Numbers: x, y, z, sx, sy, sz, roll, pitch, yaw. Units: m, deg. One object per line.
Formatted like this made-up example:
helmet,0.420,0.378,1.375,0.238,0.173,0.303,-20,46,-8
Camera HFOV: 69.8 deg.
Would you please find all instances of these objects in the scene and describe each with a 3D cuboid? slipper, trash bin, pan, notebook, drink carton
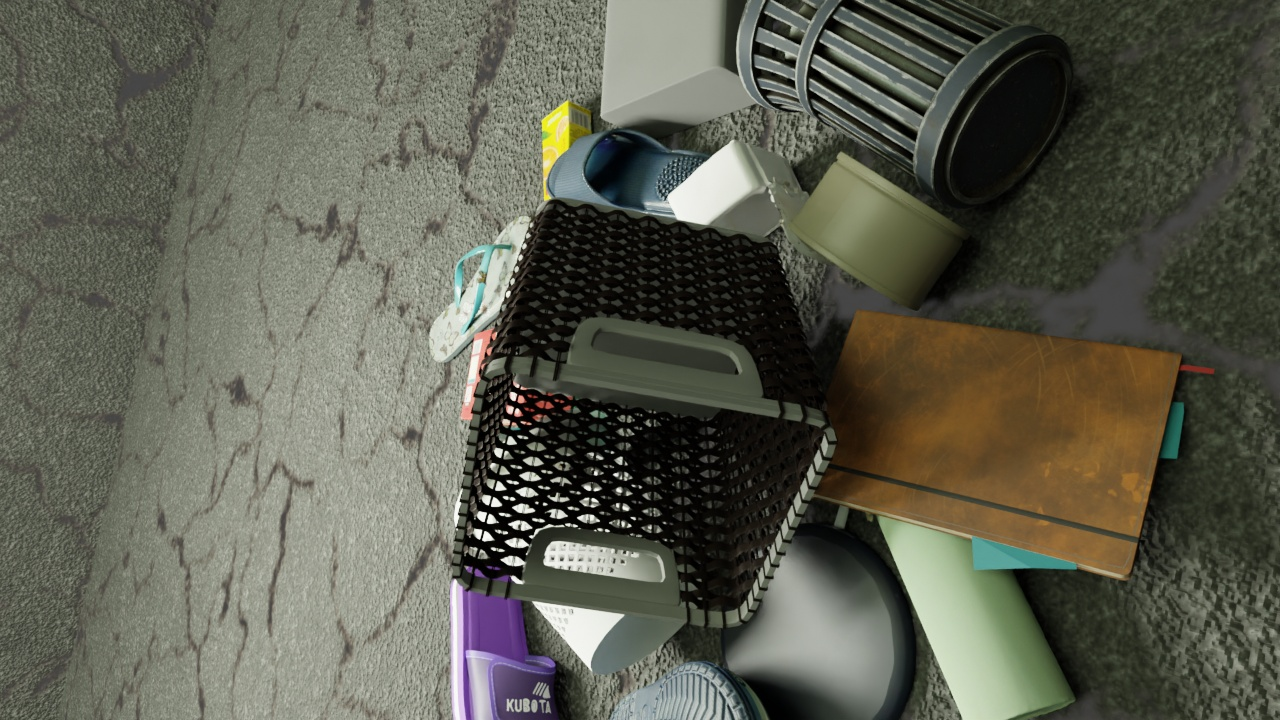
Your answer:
slipper,0.052,0.336,0.826,0.254,0.095,0.105,-38,38,55
trash bin,-0.049,0.186,0.909,0.199,0.195,0.196,47,115,32
pan,0.165,0.165,0.795,0.199,0.021,0.356,16,91,47
trash bin,0.051,-0.378,0.997,0.192,0.097,0.219,-7,76,46
notebook,0.248,0.058,0.661,0.250,0.014,0.178,11,69,34
slipper,-0.018,-0.213,1.012,0.264,0.082,0.101,16,79,39
drink carton,-0.090,-0.250,1.153,0.059,0.043,0.134,-23,63,44
trash bin,0.213,-0.235,0.746,0.227,0.164,0.164,48,114,38
slipper,-0.144,0.341,1.019,0.084,0.107,0.266,-41,49,32
slipper,-0.226,-0.090,1.249,0.270,0.054,0.098,-46,53,31

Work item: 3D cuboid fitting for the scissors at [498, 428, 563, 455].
scissors,-0.112,0.099,1.039,0.157,0.124,0.019,19,137,39

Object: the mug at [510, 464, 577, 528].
mug,-0.125,0.157,1.072,0.089,0.073,0.105,36,132,45

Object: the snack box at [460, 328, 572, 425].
snack box,-0.145,0.018,1.081,0.237,0.060,0.113,-9,71,64

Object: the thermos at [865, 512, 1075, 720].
thermos,0.228,0.151,0.685,0.083,0.082,0.231,-39,55,33

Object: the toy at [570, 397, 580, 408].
toy,-0.006,0.006,0.984,0.194,0.072,0.130,-17,29,40

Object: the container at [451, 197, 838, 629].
container,-0.005,0.036,0.761,0.243,0.247,0.246,-88,10,-50

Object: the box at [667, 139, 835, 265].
box,0.120,-0.127,0.861,0.129,0.108,0.136,-34,71,33

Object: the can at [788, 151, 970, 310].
can,0.195,-0.107,0.752,0.073,0.127,0.128,-57,46,17
